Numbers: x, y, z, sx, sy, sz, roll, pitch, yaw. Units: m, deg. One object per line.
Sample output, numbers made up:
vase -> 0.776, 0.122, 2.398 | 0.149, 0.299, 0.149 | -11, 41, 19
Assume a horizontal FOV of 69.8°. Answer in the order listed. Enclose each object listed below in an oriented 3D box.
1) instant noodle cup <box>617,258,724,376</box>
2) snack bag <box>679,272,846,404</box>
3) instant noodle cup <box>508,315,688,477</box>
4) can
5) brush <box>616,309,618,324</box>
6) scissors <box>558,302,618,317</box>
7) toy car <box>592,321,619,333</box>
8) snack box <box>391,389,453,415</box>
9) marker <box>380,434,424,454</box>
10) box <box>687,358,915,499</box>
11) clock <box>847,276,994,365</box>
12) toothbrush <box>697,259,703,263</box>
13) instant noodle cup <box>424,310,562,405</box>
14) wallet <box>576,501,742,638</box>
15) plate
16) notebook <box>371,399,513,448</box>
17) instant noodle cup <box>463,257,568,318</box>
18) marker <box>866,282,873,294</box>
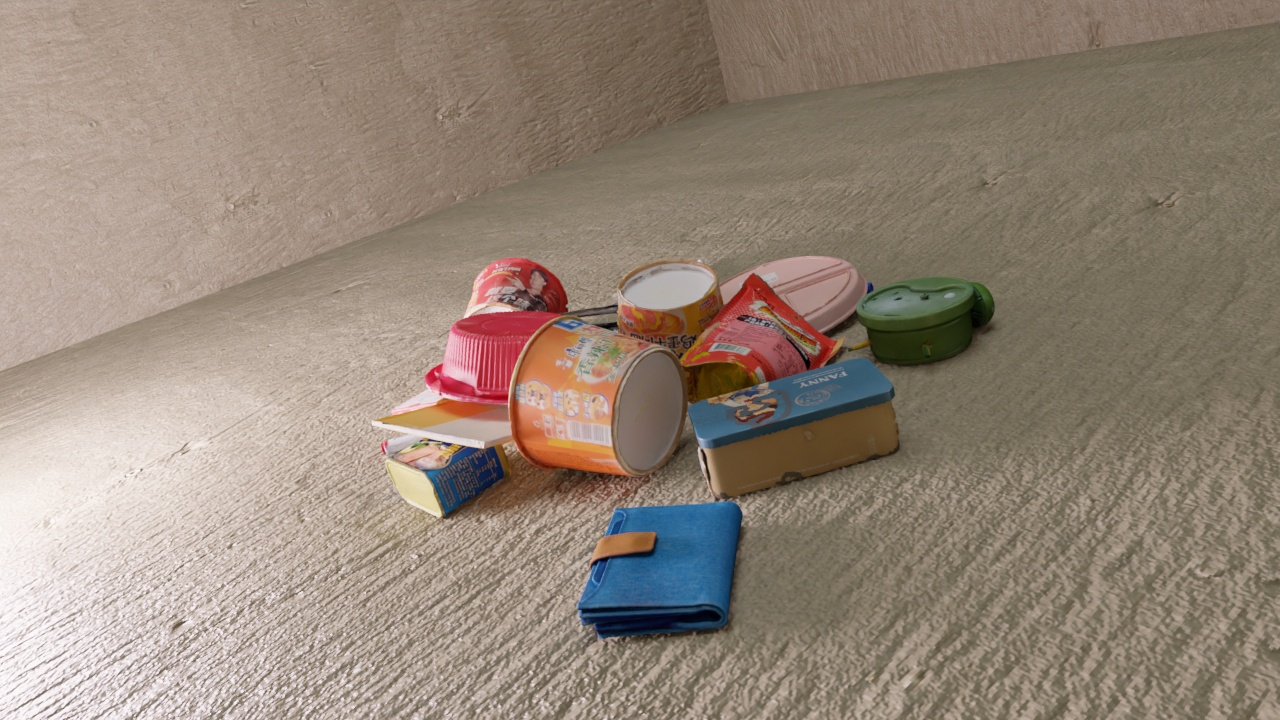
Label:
instant noodle cup -> 0.036, -0.039, 1.004 | 0.138, 0.110, 0.137 | -6, 35, 4
snack bag -> 0.124, -0.011, 0.936 | 0.128, 0.073, 0.207 | 35, 39, 9
instant noodle cup -> -0.033, 0.039, 0.854 | 0.112, 0.151, 0.151 | 10, 31, 34
can -> -0.193, 0.106, 0.914 | 0.083, 0.057, 0.102 | -32, 25, -34
brush -> 0.037, -0.065, 1.140 | 0.073, 0.055, 0.144 | -25, 9, -42
scissors -> -0.017, -0.067, 1.227 | 0.210, 0.015, 0.182 | -14, -9, 20
toy car -> -0.053, -0.032, 1.214 | 0.106, 0.031, 0.048 | -2, 19, 20
snack box -> -0.229, 0.038, 1.142 | 0.077, 0.027, 0.155 | -10, 15, 32
marker -> -0.230, 0.081, 1.069 | 0.145, 0.017, 0.017 | -18, 20, -3
box -> 0.136, 0.055, 0.789 | 0.184, 0.063, 0.089 | -18, 20, -1
clock -> 0.296, -0.048, 0.953 | 0.160, 0.056, 0.116 | -31, 25, -36
toothbrush -> 0.093, -0.124, 1.378 | 0.016, 0.016, 0.180 | -19, 20, 8
instant noodle cup -> -0.131, -0.010, 0.973 | 0.194, 0.066, 0.193 | 1, 14, 0
wallet -> 0.018, 0.147, 0.672 | 0.106, 0.040, 0.132 | -6, 21, 14
plate -> 0.163, -0.073, 1.132 | 0.230, 0.028, 0.229 | -18, 24, 8
notebook -> -0.145, 0.054, 0.932 | 0.146, 0.010, 0.205 | 7, 12, 31
instant noodle cup -> -0.174, -0.056, 1.235 | 0.138, 0.138, 0.108 | -10, 29, 16
marker -> 0.222, -0.082, 1.163 | 0.146, 0.017, 0.016 | -5, 23, 29
